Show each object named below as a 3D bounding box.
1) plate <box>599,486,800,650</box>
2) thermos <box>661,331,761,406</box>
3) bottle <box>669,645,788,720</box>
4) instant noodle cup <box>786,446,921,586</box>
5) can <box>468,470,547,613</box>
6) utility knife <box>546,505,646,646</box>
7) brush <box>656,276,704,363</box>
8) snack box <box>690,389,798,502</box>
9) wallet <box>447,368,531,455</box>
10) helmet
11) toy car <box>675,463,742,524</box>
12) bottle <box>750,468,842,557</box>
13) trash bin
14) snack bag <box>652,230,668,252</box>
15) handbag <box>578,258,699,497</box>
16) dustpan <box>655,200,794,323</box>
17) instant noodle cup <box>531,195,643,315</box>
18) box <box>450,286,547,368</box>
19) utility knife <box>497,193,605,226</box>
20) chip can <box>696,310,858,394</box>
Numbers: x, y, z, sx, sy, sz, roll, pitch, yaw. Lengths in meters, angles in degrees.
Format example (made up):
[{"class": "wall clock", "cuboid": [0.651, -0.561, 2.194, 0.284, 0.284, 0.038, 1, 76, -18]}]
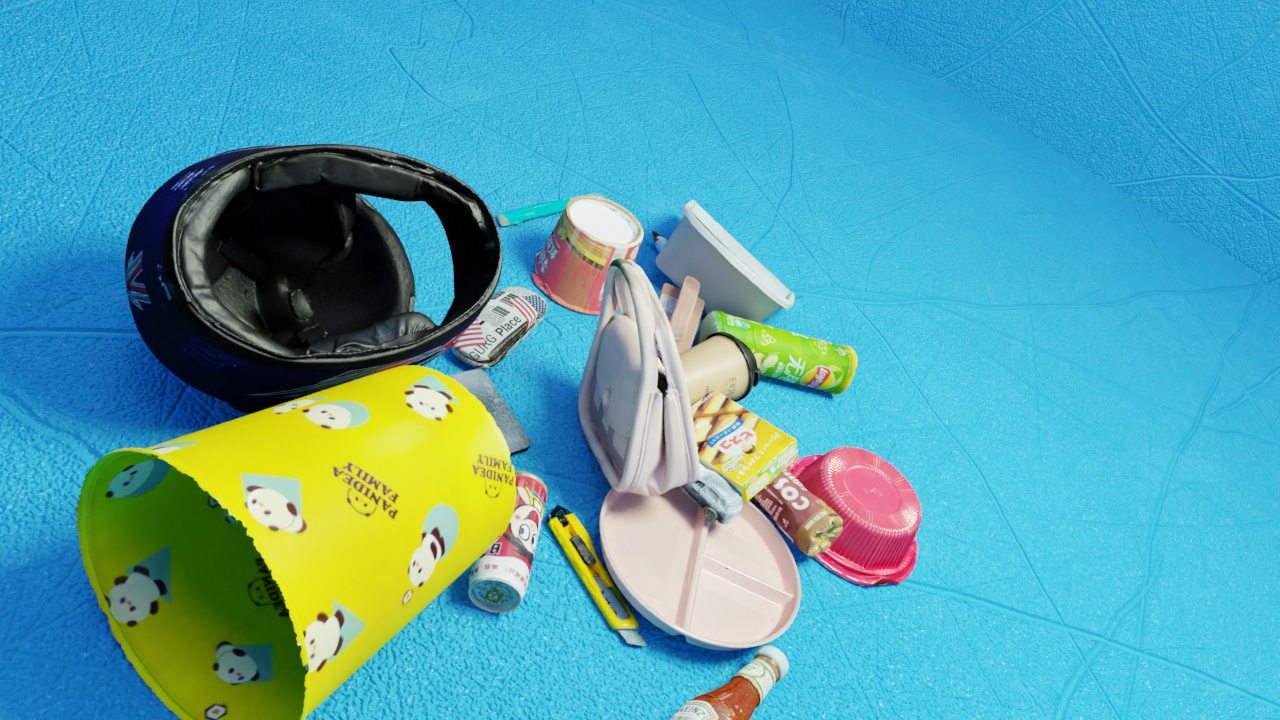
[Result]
[{"class": "plate", "cuboid": [0.060, 0.204, 0.957, 0.229, 0.028, 0.229, 19, 35, -14]}, {"class": "thermos", "cuboid": [0.072, 0.022, 1.139, 0.143, 0.093, 0.093, -20, 58, -36]}, {"class": "bottle", "cuboid": [0.070, 0.319, 0.814, 0.060, 0.060, 0.205, 43, 37, 18]}, {"class": "instant noodle cup", "cuboid": [0.264, 0.172, 1.098, 0.193, 0.066, 0.193, 17, 40, -15]}, {"class": "can", "cuboid": [-0.125, 0.170, 0.870, 0.053, 0.053, 0.132, 20, 38, -10]}, {"class": "utility knife", "cuboid": [-0.044, 0.210, 0.905, 0.033, 0.015, 0.171, -13, 54, -37]}, {"class": "brush", "cuboid": [0.046, -0.051, 1.214, 0.063, 0.073, 0.145, 25, 39, -5]}, {"class": "snack box", "cuboid": [0.101, 0.094, 1.048, 0.086, 0.034, 0.140, -36, 44, -21]}, {"class": "wallet", "cuboid": [-0.186, 0.062, 0.987, 0.097, 0.019, 0.121, -16, 56, -40]}, {"class": "helmet", "cuboid": [-0.314, -0.079, 0.880, 0.314, 0.241, 0.247, -8, 88, -29]}, {"class": "toy car", "cuboid": [0.072, 0.139, 0.998, 0.090, 0.034, 0.042, 42, 39, 23]}, {"class": "bottle", "cuboid": [0.152, 0.146, 1.053, 0.057, 0.058, 0.175, -12, 43, -40]}, {"class": "trash bin", "cuboid": [-0.245, 0.128, 0.717, 0.229, 0.230, 0.254, 39, 33, 14]}, {"class": "snack bag", "cuboid": [0.048, -0.153, 1.370, 0.048, 0.026, 0.104, 17, 34, -42]}, {"class": "handbag", "cuboid": [-0.006, 0.006, 0.964, 0.093, 0.234, 0.193, -8, 30, -15]}, {"class": "dustpan", "cuboid": [0.142, -0.152, 1.311, 0.222, 0.143, 0.256, 43, 42, -1]}, {"class": "instant noodle cup", "cuboid": [-0.063, -0.145, 1.225, 0.138, 0.109, 0.137, 17, 39, -15]}, {"class": "box", "cuboid": [-0.169, -0.040, 1.101, 0.068, 0.051, 0.163, 41, 40, 0]}, {"class": "utility knife", "cuboid": [-0.129, -0.225, 1.354, 0.029, 0.013, 0.217, 44, 42, 22]}, {"class": "chip can", "cuboid": [0.184, -0.010, 1.253, 0.221, 0.073, 0.072, 13, 40, -18]}]
